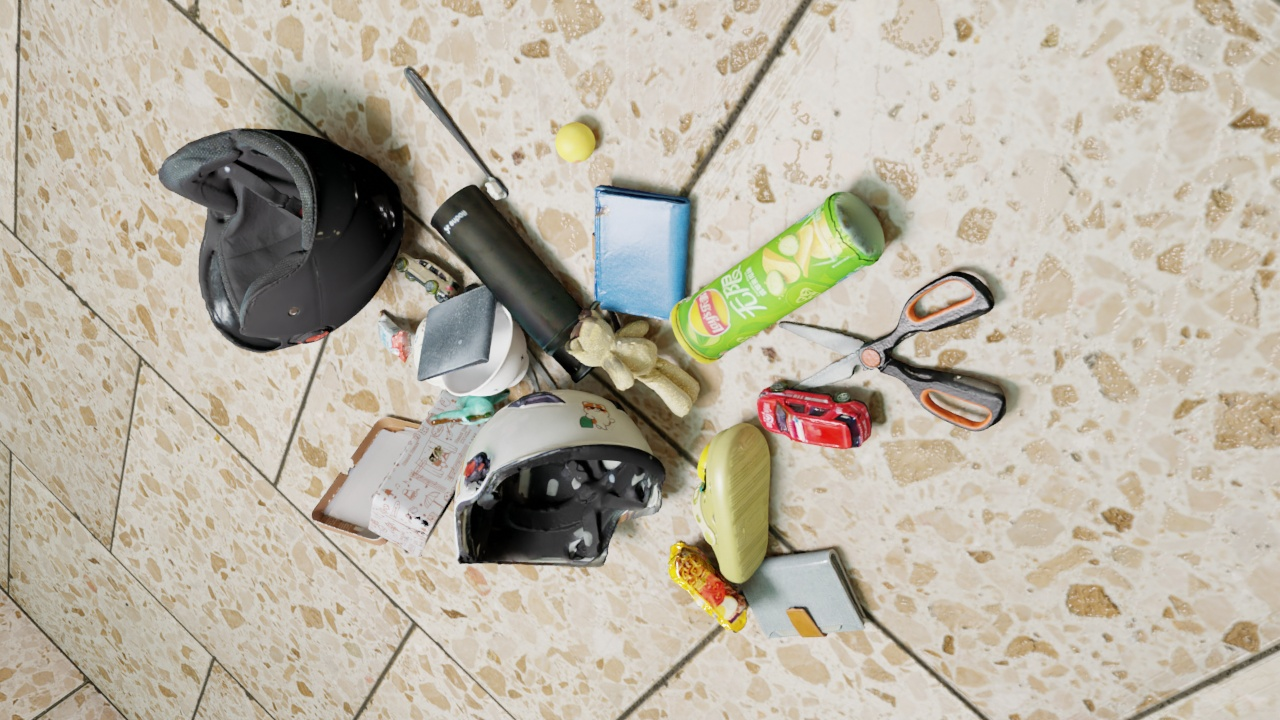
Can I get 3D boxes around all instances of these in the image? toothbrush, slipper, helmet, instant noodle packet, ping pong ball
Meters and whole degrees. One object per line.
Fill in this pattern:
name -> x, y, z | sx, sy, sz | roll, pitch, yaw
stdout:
toothbrush -> -0.208, -0.252, 1.019 | 0.181, 0.018, 0.016 | 53, 133, 0
slipper -> 0.091, 0.155, 0.997 | 0.082, 0.091, 0.191 | 11, 121, 34
helmet -> -0.410, -0.138, 1.073 | 0.276, 0.229, 0.233 | -45, 70, 39
helmet -> -0.102, 0.121, 1.046 | 0.275, 0.229, 0.156 | -58, 37, 40
instant noodle packet -> 0.076, 0.255, 1.050 | 0.044, 0.128, 0.111 | -44, 84, -4
ping pong ball -> -0.066, -0.220, 0.926 | 0.040, 0.040, 0.040 | 15, 122, 26

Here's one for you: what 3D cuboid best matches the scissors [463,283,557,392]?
scissors -> -0.154, -0.030, 1.106 | 0.166, 0.014, 0.163 | 24, 128, 18

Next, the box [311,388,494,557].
box -> -0.295, 0.148, 1.178 | 0.273, 0.178, 0.130 | -15, 128, 48

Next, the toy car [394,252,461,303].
toy car -> -0.261, -0.102, 1.116 | 0.090, 0.035, 0.042 | 33, 171, 14

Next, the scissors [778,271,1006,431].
scissors -> 0.240, -0.010, 0.856 | 0.221, 0.021, 0.225 | 37, 130, 17

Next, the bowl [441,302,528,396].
bowl -> -0.170, -0.002, 1.072 | 0.119, 0.118, 0.064 | -12, 149, 37

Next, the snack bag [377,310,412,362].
snack bag -> -0.319, -0.031, 1.182 | 0.105, 0.026, 0.045 | 32, 131, 53

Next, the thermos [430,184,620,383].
thermos -> -0.121, -0.092, 1.025 | 0.090, 0.068, 0.242 | -42, 90, 8

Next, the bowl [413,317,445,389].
bowl -> -0.241, -0.006, 1.143 | 0.113, 0.062, 0.114 | 16, 123, 26

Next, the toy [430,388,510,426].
toy -> -0.198, 0.055, 1.077 | 0.096, 0.092, 0.030 | -12, 105, -8

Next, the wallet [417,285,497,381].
wallet -> -0.214, -0.031, 1.066 | 0.121, 0.097, 0.019 | -16, 148, 36

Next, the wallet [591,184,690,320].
wallet -> -0.001, -0.110, 0.946 | 0.106, 0.040, 0.133 | 12, 121, 18

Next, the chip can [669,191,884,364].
chip can -> 0.125, -0.074, 0.860 | 0.222, 0.072, 0.072 | -34, 93, 40

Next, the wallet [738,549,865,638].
wallet -> 0.177, 0.268, 1.033 | 0.130, 0.036, 0.106 | -17, 103, 38

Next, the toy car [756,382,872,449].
toy car -> 0.168, 0.057, 0.912 | 0.121, 0.045, 0.053 | 9, 127, 40

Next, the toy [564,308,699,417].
toy -> -0.006, 0.006, 0.975 | 0.157, 0.104, 0.066 | 32, 136, -10
